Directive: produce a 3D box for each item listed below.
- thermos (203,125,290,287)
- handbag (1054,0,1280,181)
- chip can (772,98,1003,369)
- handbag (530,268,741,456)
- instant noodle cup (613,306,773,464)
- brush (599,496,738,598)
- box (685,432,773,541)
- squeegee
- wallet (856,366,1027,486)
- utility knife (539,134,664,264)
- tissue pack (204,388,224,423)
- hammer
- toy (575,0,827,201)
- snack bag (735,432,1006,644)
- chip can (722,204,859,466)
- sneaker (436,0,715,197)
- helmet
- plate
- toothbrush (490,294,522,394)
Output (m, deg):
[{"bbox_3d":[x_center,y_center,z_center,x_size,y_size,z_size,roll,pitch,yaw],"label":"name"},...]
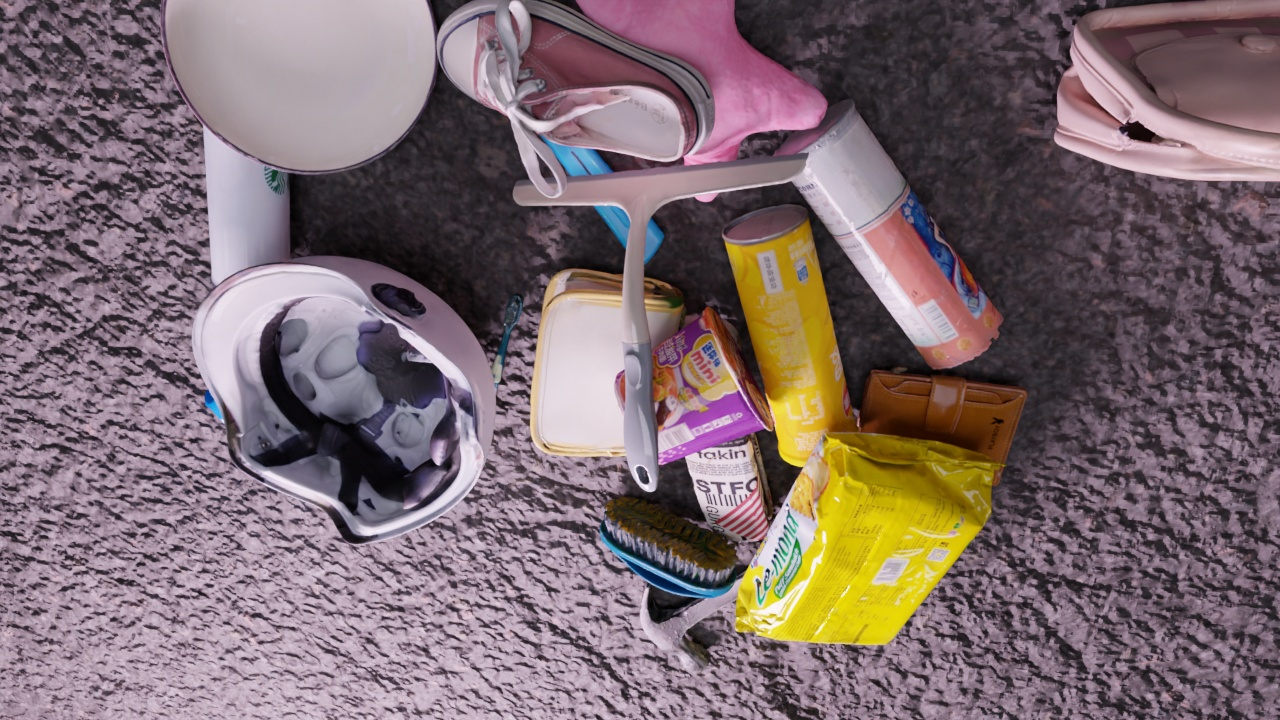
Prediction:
[{"bbox_3d":[-0.322,-0.164,0.759,0.073,0.073,0.225,13,119,2],"label":"thermos"},{"bbox_3d":[0.373,-0.150,0.547,0.193,0.233,0.093,0,120,10],"label":"handbag"},{"bbox_3d":[0.193,-0.092,0.705,0.071,0.071,0.215,-33,108,24],"label":"chip can"},{"bbox_3d":[-0.005,0.005,0.808,0.178,0.063,0.164,5,120,-10],"label":"handbag"},{"bbox_3d":[0.039,0.027,0.743,0.099,0.111,0.111,-27,111,13],"label":"instant noodle cup"},{"bbox_3d":[0.024,0.186,0.880,0.144,0.055,0.074,22,126,22],"label":"brush"},{"bbox_3d":[0.080,0.109,0.834,0.074,0.064,0.164,-20,125,1],"label":"box"},{"bbox_3d":[-0.001,-0.023,0.681,0.247,0.039,0.246,1,93,28],"label":"squeegee"},{"bbox_3d":[0.257,0.052,0.798,0.131,0.035,0.119,7,125,6],"label":"wallet"},{"bbox_3d":[-0.038,-0.149,0.745,0.034,0.018,0.166,-33,107,24],"label":"utility knife"},{"bbox_3d":[-0.344,0.057,0.892,0.095,0.052,0.157,-26,111,24],"label":"tissue pack"},{"bbox_3d":[0.131,0.202,0.900,0.324,0.031,0.126,-36,108,25],"label":"hammer"},{"bbox_3d":[0.021,-0.211,0.670,0.179,0.074,0.194,-27,110,35],"label":"toy"},{"bbox_3d":[0.194,0.164,0.796,0.158,0.068,0.247,8,128,-15],"label":"snack bag"},{"bbox_3d":[0.126,-0.017,0.757,0.072,0.071,0.213,-12,116,16],"label":"chip can"},{"bbox_3d":[-0.066,-0.191,0.642,0.241,0.087,0.118,27,135,26],"label":"sneaker"},{"bbox_3d":[-0.235,0.013,0.795,0.258,0.145,0.230,42,116,-8],"label":"helmet"},{"bbox_3d":[-0.250,-0.238,0.684,0.192,0.039,0.193,-9,114,-22],"label":"plate"},{"bbox_3d":[-0.139,0.022,0.856,0.016,0.018,0.192,20,120,-2],"label":"toothbrush"}]
